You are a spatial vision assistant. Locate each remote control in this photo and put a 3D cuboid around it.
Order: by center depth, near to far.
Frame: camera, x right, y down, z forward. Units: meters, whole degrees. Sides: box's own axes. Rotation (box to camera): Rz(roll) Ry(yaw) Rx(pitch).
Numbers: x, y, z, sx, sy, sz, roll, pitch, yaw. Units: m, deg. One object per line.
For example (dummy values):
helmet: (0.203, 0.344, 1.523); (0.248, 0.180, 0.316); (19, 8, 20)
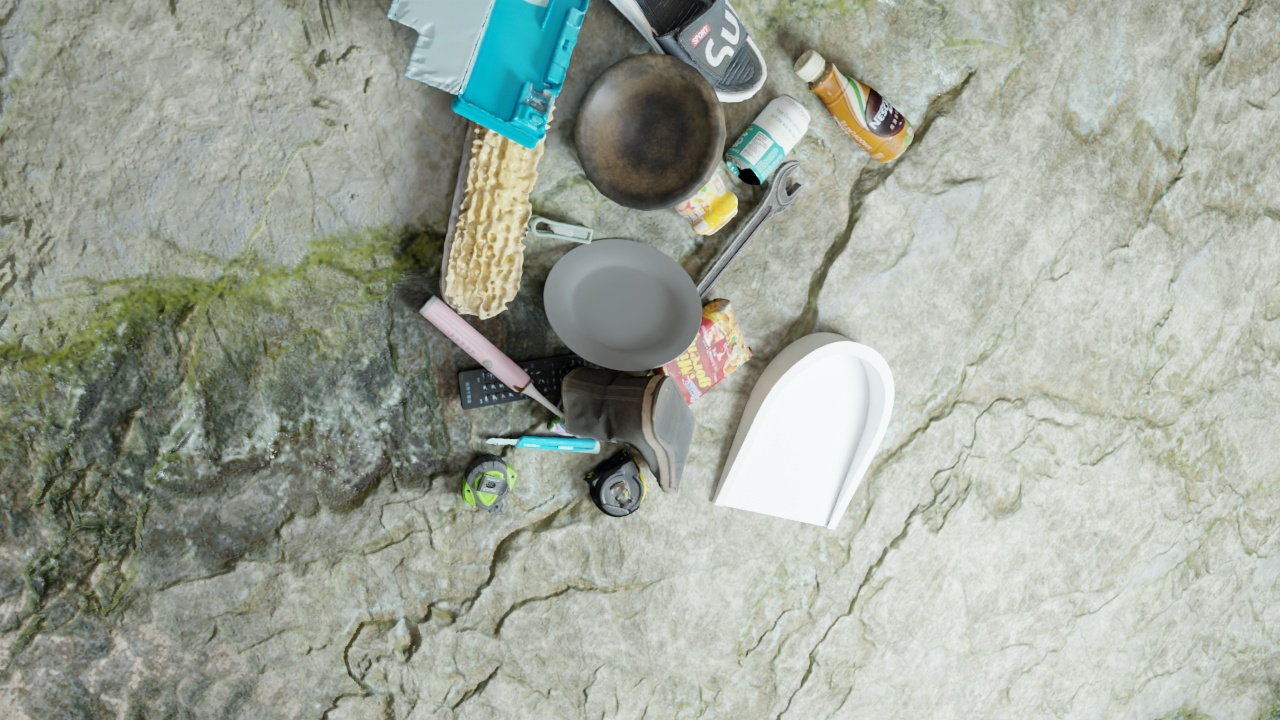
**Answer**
remote control: (-0.137, 0.022, 1.066); (0.150, 0.022, 0.047); (-8, 107, -18)

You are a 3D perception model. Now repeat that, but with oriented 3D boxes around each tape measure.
tape measure: (-0.178, 0.145, 1.077); (0.058, 0.036, 0.066); (17, 99, -22)
tape measure: (-0.028, 0.155, 1.129); (0.071, 0.042, 0.072); (-34, 115, -11)

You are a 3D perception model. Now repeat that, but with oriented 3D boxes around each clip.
clip: (-0.091, -0.147, 1.031); (0.075, 0.037, 0.023); (7, 101, -26)

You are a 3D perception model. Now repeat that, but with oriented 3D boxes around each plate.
plate: (-0.019, -0.062, 1.026); (0.178, 0.178, 0.012); (-8, 151, -17)

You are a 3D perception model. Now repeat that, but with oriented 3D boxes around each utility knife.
utility knife: (-0.116, 0.100, 1.099); (0.140, 0.015, 0.022); (4, 135, -18)

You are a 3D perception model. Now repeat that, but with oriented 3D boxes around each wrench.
wrench: (0.104, -0.125, 1.096); (0.273, 0.010, 0.070); (-51, 149, 1)

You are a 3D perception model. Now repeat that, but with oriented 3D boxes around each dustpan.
dustpan: (0.227, 0.094, 1.192); (0.191, 0.053, 0.258); (15, 100, -22)

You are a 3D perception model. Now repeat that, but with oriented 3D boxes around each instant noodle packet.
instant noodle packet: (0.072, -0.008, 1.103); (0.135, 0.040, 0.099); (-35, 124, -27)

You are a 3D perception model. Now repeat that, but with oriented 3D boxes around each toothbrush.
toothbrush: (-0.154, 0.008, 1.029); (0.222, 0.027, 0.026); (41, 45, -12)

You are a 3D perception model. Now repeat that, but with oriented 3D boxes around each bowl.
bowl: (0.016, -0.242, 0.988); (0.162, 0.070, 0.162); (3, 98, 18)

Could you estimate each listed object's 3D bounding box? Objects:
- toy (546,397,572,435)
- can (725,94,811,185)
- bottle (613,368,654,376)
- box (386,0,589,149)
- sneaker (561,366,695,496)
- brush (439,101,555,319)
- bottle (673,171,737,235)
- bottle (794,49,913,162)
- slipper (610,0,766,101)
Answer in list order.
toy: (-0.057, 0.058, 1.090); (0.099, 0.036, 0.080); (12, 113, -33)
can: (0.148, -0.256, 1.067); (0.055, 0.055, 0.101); (41, 89, -24)
bottle: (-0.007, 0.006, 1.094); (0.045, 0.045, 0.184); (-42, 120, -4)
box: (-0.148, -0.345, 0.903); (0.181, 0.039, 0.226); (23, 70, -22)
sneaker: (-0.008, 0.083, 1.058); (0.235, 0.120, 0.095); (58, 45, -62)
brush: (-0.155, -0.177, 0.984); (0.083, 0.056, 0.271); (10, 101, -21)
bottle: (0.061, -0.198, 1.051); (0.063, 0.063, 0.109); (-41, 99, -5)
bottle: (0.250, -0.304, 1.086); (0.167, 0.059, 0.059); (33, 92, -23)
slipper: (0.046, -0.379, 0.978); (0.264, 0.063, 0.111); (39, 66, -23)
